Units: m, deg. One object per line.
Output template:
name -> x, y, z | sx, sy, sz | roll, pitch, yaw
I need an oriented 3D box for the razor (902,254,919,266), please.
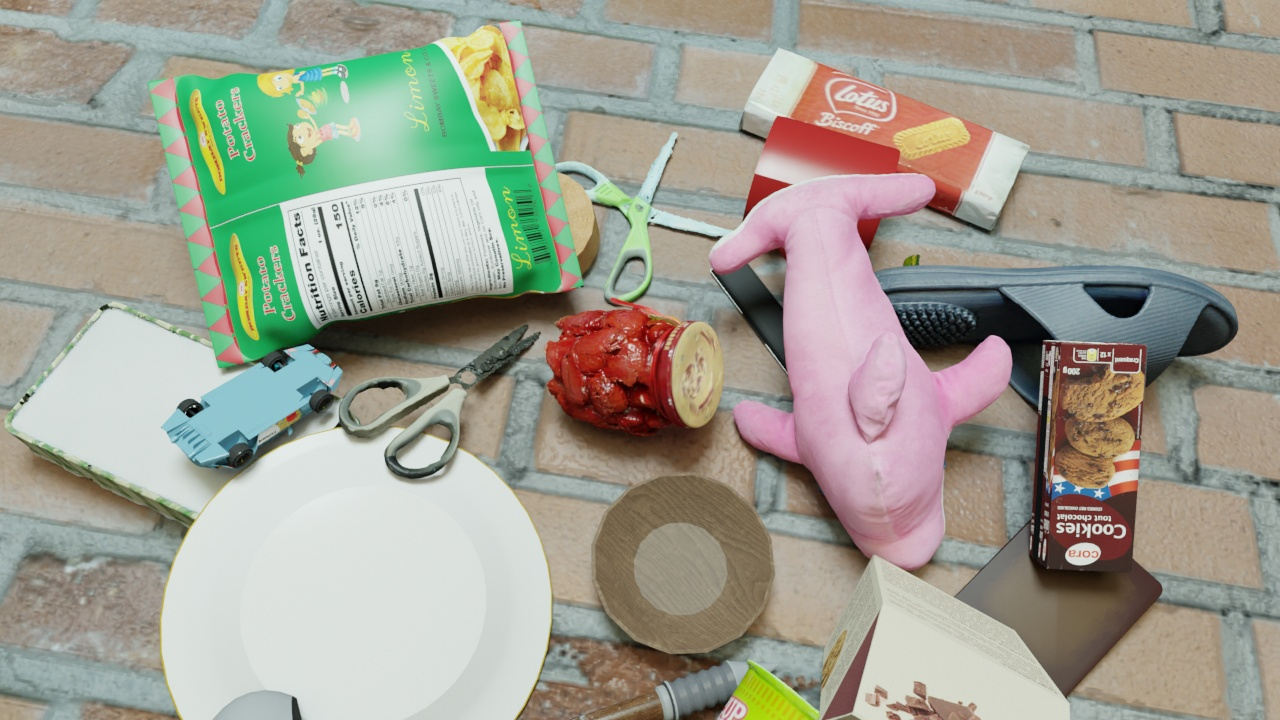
razor -> 0.248, -0.046, 0.693 | 0.106, 0.026, 0.042 | 15, 62, 2

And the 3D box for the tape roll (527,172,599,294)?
tape roll -> -0.079, -0.098, 0.700 | 0.094, 0.027, 0.093 | -3, 68, 6

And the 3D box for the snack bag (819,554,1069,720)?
snack bag -> 0.152, 0.171, 0.474 | 0.094, 0.206, 0.070 | 27, 94, 12

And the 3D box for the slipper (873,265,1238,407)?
slipper -> 0.276, -0.011, 0.634 | 0.264, 0.101, 0.082 | 5, 63, 5

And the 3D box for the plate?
plate -> -0.165, 0.148, 0.555 | 0.229, 0.021, 0.229 | 6, 68, -15

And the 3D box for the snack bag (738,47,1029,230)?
snack bag -> 0.196, -0.184, 0.750 | 0.225, 0.041, 0.077 | 26, 68, 10

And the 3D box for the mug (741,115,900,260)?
mug -> 0.131, -0.117, 0.690 | 0.096, 0.081, 0.116 | 18, 58, 7

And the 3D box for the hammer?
hammer -> -0.066, 0.224, 0.528 | 0.321, 0.043, 0.156 | -12, 94, -17

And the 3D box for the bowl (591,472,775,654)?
bowl -> 0.027, 0.132, 0.594 | 0.118, 0.030, 0.117 | 0, 64, -1

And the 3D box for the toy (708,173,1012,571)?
toy -> 0.139, 0.007, 0.579 | 0.187, 0.127, 0.265 | -16, 85, 14

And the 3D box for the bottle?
bottle -> -0.004, 0.004, 0.624 | 0.111, 0.099, 0.098 | 1, 59, 32

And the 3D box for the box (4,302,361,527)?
box -> -0.304, 0.046, 0.621 | 0.205, 0.050, 0.117 | 21, 61, 8

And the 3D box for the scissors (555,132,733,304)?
scissors -> -0.001, -0.119, 0.727 | 0.172, 0.021, 0.171 | 14, 62, 11

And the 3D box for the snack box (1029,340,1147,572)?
snack box -> 0.281, 0.059, 0.578 | 0.051, 0.031, 0.141 | 2, 94, 4

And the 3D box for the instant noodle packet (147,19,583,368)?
instant noodle packet -> -0.184, -0.119, 0.633 | 0.252, 0.090, 0.195 | -14, 91, -10

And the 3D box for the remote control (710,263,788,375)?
remote control -> 0.098, -0.030, 0.686 | 0.028, 0.012, 0.124 | -28, 68, -14

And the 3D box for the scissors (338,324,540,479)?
scissors -> -0.136, 0.011, 0.629 | 0.132, 0.013, 0.169 | 17, 48, -9

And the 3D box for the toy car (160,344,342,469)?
toy car -> -0.243, 0.033, 0.587 | 0.060, 0.028, 0.107 | 33, 49, 22

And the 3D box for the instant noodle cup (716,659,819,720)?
instant noodle cup -> 0.065, 0.241, 0.511 | 0.099, 0.099, 0.107 | 39, 77, 17

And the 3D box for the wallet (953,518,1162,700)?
wallet -> 0.269, 0.157, 0.597 | 0.115, 0.018, 0.091 | -39, 70, -15
